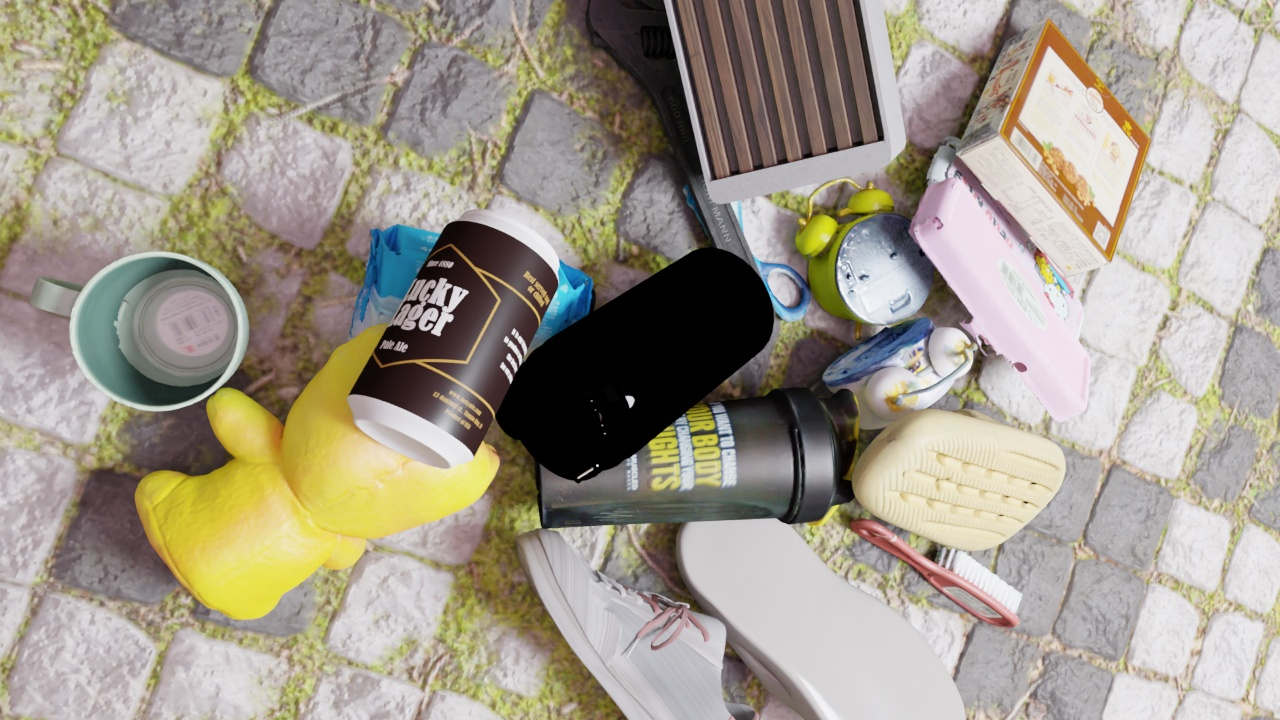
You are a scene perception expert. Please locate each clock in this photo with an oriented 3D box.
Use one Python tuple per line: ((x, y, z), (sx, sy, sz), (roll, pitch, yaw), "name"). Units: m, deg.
((0.165, -0.079, 0.683), (0.083, 0.057, 0.119), (-29, 102, -13), "clock")
((0.187, 0.009, 0.662), (0.088, 0.125, 0.052), (-33, 96, -12), "clock")

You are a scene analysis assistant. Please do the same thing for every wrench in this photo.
((0.035, -0.148, 0.652), (0.073, 0.018, 0.273), (-25, 97, -16), "wrench")

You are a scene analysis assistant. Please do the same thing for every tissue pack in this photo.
((-0.107, -0.028, 0.588), (0.144, 0.061, 0.093), (11, 115, -16), "tissue pack")

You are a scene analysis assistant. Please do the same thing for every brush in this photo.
((0.240, 0.163, 0.738), (0.172, 0.041, 0.030), (34, 66, -15), "brush")

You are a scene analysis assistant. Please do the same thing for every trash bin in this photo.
((0.088, -0.230, 0.587), (0.115, 0.114, 0.229), (-9, 103, 23), "trash bin")

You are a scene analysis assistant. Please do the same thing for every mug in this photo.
((-0.280, -0.023, 0.521), (0.111, 0.104, 0.084), (18, 88, -19), "mug")

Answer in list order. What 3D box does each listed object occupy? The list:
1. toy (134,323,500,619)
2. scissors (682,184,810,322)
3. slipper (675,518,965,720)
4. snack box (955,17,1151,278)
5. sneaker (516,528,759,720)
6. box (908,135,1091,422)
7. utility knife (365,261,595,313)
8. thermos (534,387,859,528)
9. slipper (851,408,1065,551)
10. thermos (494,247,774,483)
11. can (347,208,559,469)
((-0.192, 0.070, 0.539), (0.194, 0.087, 0.134), (-29, 114, -1), "toy")
((0.080, -0.077, 0.681), (0.117, 0.013, 0.140), (-2, 93, -15), "scissors")
((0.123, 0.212, 0.690), (0.266, 0.081, 0.112), (42, 60, -1), "slipper")
((0.325, -0.166, 0.713), (0.143, 0.041, 0.146), (40, 61, -17), "snack box")
((0.006, 0.191, 0.634), (0.089, 0.099, 0.236), (-37, 111, -11), "sneaker")
((0.282, -0.066, 0.702), (0.201, 0.037, 0.152), (47, 48, -16), "box")
((-0.105, -0.050, 0.623), (0.159, 0.017, 0.030), (10, 82, -15), "utility knife")
((0.039, 0.072, 0.632), (0.220, 0.098, 0.098), (-4, 95, -10), "thermos")
((0.230, 0.075, 0.682), (0.261, 0.079, 0.111), (19, 119, -45), "slipper")
((-0.003, 0.003, 0.575), (0.198, 0.086, 0.086), (-35, 105, -43), "thermos")
((-0.098, -0.011, 0.493), (0.072, 0.072, 0.128), (31, 68, -17), "can")
